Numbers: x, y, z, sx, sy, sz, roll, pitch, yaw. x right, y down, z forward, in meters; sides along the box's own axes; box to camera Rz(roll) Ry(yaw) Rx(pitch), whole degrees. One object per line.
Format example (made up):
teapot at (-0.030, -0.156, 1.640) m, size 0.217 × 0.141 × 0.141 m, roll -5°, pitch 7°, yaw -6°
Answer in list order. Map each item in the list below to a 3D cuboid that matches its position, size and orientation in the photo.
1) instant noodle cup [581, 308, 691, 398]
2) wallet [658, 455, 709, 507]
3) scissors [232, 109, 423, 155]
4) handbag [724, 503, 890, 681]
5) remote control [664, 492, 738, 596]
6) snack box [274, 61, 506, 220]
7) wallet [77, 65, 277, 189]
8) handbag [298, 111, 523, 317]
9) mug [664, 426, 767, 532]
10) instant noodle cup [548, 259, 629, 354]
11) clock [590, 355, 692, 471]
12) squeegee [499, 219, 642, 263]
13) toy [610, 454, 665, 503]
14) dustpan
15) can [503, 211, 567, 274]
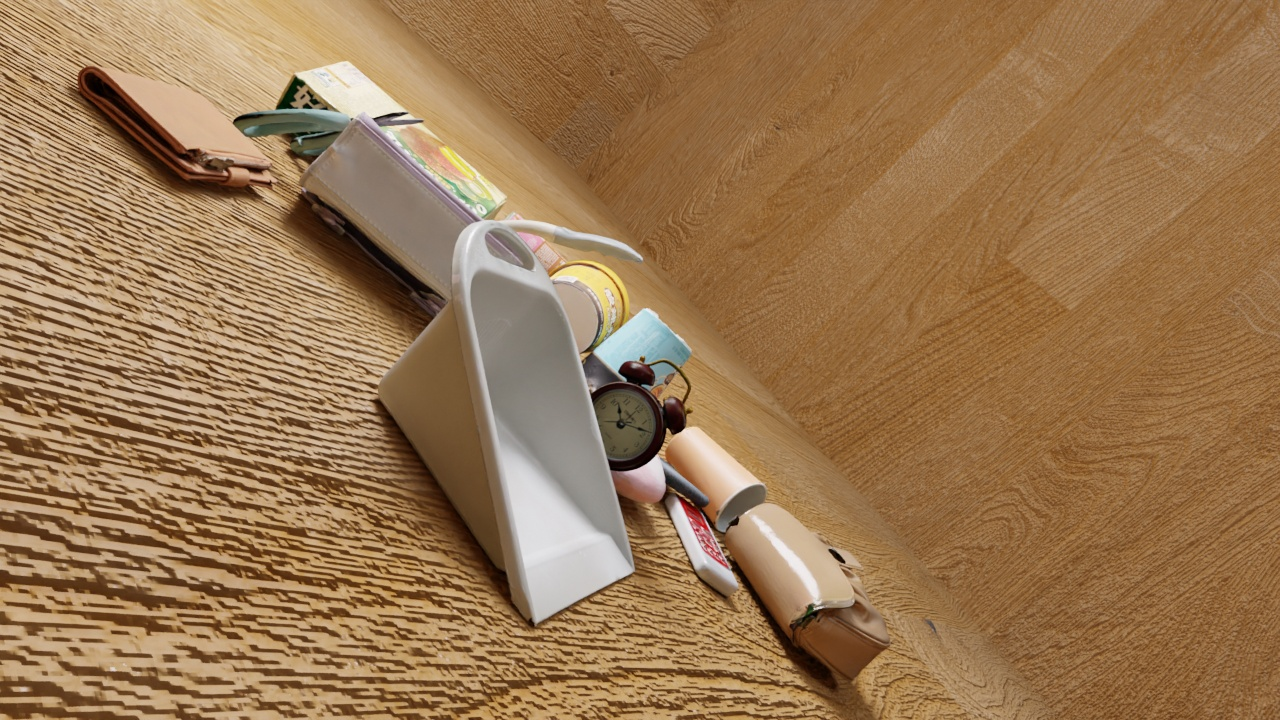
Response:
instant noodle cup at (-0.006, 0.006, 1.079) m, size 0.111 × 0.120 × 0.111 m, roll 44°, pitch -2°, yaw 1°
wallet at (0.017, 0.116, 1.037) m, size 0.097 × 0.019 × 0.121 m, roll 40°, pitch -2°, yaw -34°
scissors at (-0.294, -0.221, 0.888) m, size 0.177 × 0.174 × 0.019 m, roll 177°, pitch -93°, yaw -78°
handbag at (0.186, 0.246, 1.016) m, size 0.147 × 0.100 × 0.204 m, roll 34°, pitch 11°, yaw -38°
remote control at (0.063, 0.190, 0.963) m, size 0.056 × 0.020 × 0.136 m, roll 41°, pitch 10°, yaw -28°
snack box at (-0.270, -0.222, 1.011) m, size 0.240 × 0.063 × 0.114 m, roll 40°, pitch 26°, yaw -8°
wallet at (-0.347, -0.176, 0.707) m, size 0.108 × 0.031 × 0.131 m, roll 42°, pitch 10°, yaw -2°
handbag at (-0.212, -0.121, 0.855) m, size 0.197 × 0.098 × 0.145 m, roll 42°, pitch -6°, yaw -15°
mug at (0.087, 0.142, 1.128) m, size 0.123 × 0.078 × 0.078 m, roll 46°, pitch 8°, yaw 37°
instant noodle cup at (-0.083, -0.059, 1.122) m, size 0.118 × 0.119 × 0.114 m, roll 46°, pitch 17°, yaw 0°
clock at (-0.008, 0.050, 0.819) m, size 0.082 × 0.122 × 0.055 m, roll 48°, pitch -2°, yaw 6°
squeegee at (-0.117, -0.153, 1.150) m, size 0.246 × 0.039 × 0.246 m, roll 6°, pitch 17°, yaw -5°
toy at (-0.040, 0.081, 0.898) m, size 0.159 × 0.054 × 0.121 m, roll 33°, pitch 13°, yaw -22°
dustpan at (-0.073, 0.031, 0.687) m, size 0.257 × 0.143 × 0.222 m, roll 47°, pitch 10°, yaw 14°
can at (-0.153, -0.149, 1.353) m, size 0.147 × 0.058 × 0.058 m, roll 44°, pitch 10°, yaw -10°
